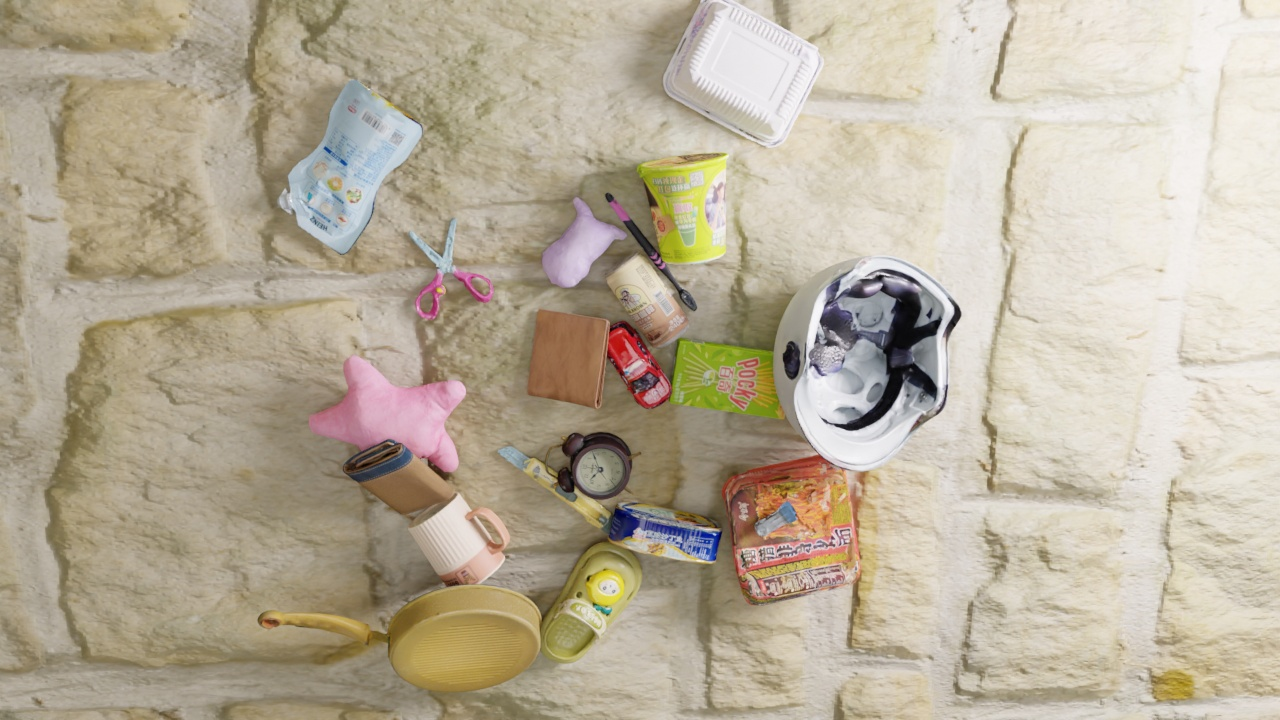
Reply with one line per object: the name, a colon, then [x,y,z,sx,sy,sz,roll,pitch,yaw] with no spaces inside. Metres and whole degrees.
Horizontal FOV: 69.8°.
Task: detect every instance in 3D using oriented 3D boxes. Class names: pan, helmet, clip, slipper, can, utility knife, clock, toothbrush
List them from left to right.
pan: [-0.306,0.350,1.179,0.357,0.078,0.198,0,131,-13]
utility knife: [-0.109,0.169,1.222,0.188,0.020,0.031,37,90,-5]
slipper: [-0.067,0.334,1.220,0.091,0.081,0.191,33,99,-11]
clock: [-0.064,0.137,1.196,0.122,0.055,0.082,9,100,-4]
can: [0.009,-0.076,1.160,0.058,0.058,0.116,-35,100,3]
toothbrush: [0.014,-0.138,1.171,0.014,0.017,0.189,-38,99,5]
can: [0.034,0.227,1.210,0.148,0.074,0.049,12,95,-7]
clip: [0.170,0.204,1.166,0.058,0.045,0.027,-32,98,14]
helmet: [0.256,-0.005,1.139,0.228,0.146,0.259,10,97,-24]

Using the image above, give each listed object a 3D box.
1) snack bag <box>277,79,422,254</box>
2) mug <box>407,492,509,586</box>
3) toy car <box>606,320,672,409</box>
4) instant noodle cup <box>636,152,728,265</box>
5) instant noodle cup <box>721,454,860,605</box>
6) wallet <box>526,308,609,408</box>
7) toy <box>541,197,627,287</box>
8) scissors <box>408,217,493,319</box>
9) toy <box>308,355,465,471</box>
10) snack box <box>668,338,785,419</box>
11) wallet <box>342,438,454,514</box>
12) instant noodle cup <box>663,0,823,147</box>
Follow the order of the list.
snack bag: [-0.356,-0.235,1.118,0.110,0.039,0.191,33,98,-14]
mug: [-0.227,0.230,1.182,0.115,0.081,0.106,-29,100,23]
toy car: [-0.007,0.007,1.175,0.053,0.045,0.120,-35,90,7]
instant noodle cup: [0.058,-0.184,1.125,0.111,0.111,0.123,-9,108,-2]
instant noodle cup: [0.196,0.217,1.216,0.164,0.079,0.189,-11,101,-2]
wallet: [-0.092,-0.003,1.169,0.101,0.020,0.115,11,97,20]
toy: [-0.081,-0.142,1.153,0.084,0.039,0.108,41,99,8]
scissors: [-0.240,-0.113,1.160,0.131,0.017,0.133,13,95,-4]
toy: [-0.322,0.086,1.162,0.194,0.074,0.179,12,111,-4]
snack box: [0.119,0.024,1.203,0.156,0.026,0.086,9,100,-6]
wallet: [-0.300,0.148,1.147,0.090,0.033,0.115,-21,134,16]
instant noodle cup: [0.129,-0.355,1.119,0.173,0.060,0.138,26,98,-7]
